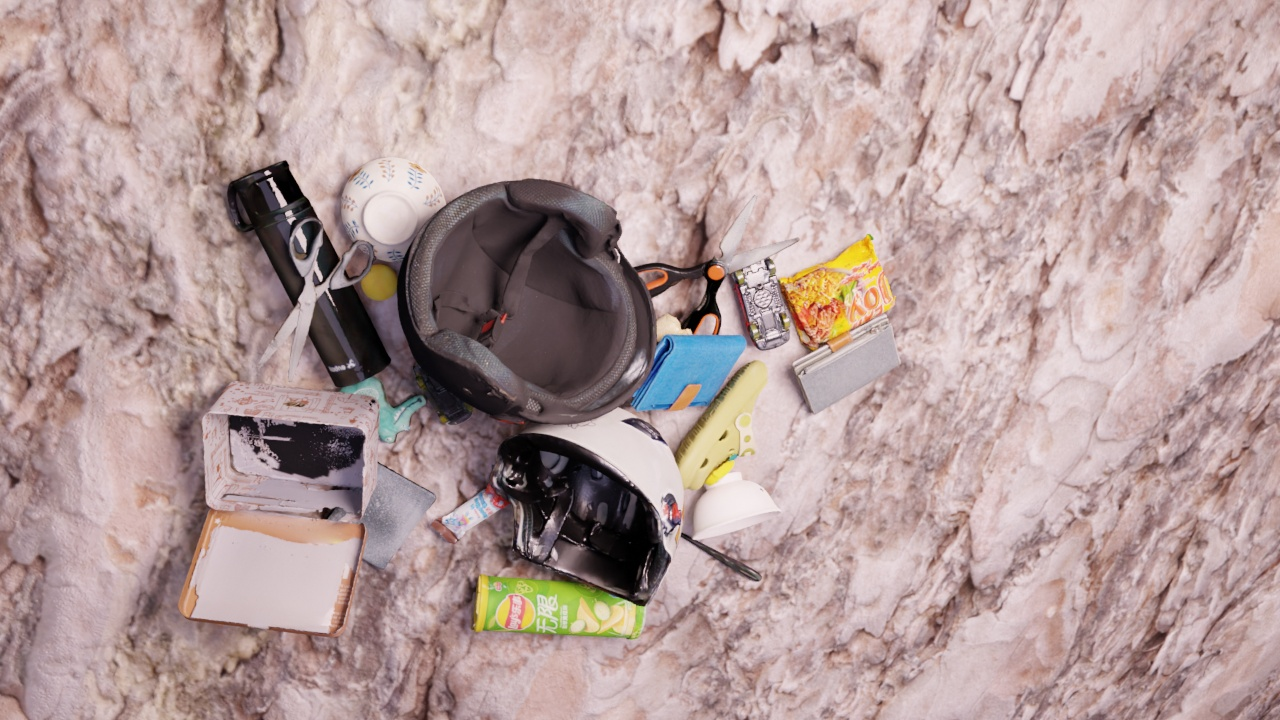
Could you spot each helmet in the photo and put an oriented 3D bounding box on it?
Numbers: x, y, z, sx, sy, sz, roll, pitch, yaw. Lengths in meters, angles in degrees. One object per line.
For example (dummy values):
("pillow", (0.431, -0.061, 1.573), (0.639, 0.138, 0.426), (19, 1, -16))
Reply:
("helmet", (-0.042, 0.145, 1.067), (0.230, 0.156, 0.274), (13, 132, 24))
("helmet", (-0.123, -0.053, 0.964), (0.274, 0.231, 0.233), (34, 75, -23))

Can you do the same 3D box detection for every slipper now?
("slipper", (0.110, 0.090, 1.124), (0.081, 0.091, 0.190), (35, 95, 1))

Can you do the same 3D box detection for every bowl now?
("bowl", (-0.267, -0.157, 0.987), (0.113, 0.062, 0.113), (-3, 110, -8))
("bowl", (0.113, 0.180, 1.167), (0.118, 0.118, 0.064), (-16, 73, -5))

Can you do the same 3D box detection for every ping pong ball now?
("ping pong ball", (-0.289, -0.086, 1.018), (0.040, 0.040, 0.040), (-3, 109, -10))

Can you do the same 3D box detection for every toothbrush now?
("toothbrush", (0.094, 0.255, 1.224), (0.181, 0.018, 0.016), (32, 97, -21))

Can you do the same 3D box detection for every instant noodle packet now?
("instant noodle packet", (0.244, -0.080, 1.121), (0.128, 0.044, 0.111), (-27, 116, -1))

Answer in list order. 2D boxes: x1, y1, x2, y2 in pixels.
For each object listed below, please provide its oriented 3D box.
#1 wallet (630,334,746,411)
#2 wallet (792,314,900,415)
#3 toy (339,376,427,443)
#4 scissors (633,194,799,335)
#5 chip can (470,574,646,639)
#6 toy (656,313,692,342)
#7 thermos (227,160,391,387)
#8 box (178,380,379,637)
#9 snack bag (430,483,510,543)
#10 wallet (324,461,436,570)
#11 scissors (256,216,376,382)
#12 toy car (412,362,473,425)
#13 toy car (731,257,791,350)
("wallet", (0.056, 0.014, 1.077), (0.132, 0.040, 0.107), (-1, 131, -45))
("wallet", (0.256, 0.002, 1.144), (0.130, 0.037, 0.106), (-30, 139, 1))
("toy", (-0.302, 0.055, 1.072), (0.096, 0.030, 0.092), (-32, 116, 2))
("scissors", (0.074, -0.090, 1.064), (0.221, 0.021, 0.225), (-4, 126, 8))
("chip can", (-0.103, 0.317, 1.178), (0.221, 0.072, 0.073), (7, 107, -13))
("toy", (-0.006, 0.006, 1.090), (0.157, 0.066, 0.105), (-38, 124, 12))
("thermos", (-0.363, -0.090, 0.997), (0.090, 0.068, 0.242), (-11, 112, 28))
("box", (-0.396, 0.162, 1.025), (0.179, 0.130, 0.272), (7, 88, -5))
("snack bag", (-0.206, 0.187, 1.137), (0.105, 0.026, 0.045), (-34, 122, 4))
("wallet", (-0.322, 0.188, 1.121), (0.097, 0.019, 0.121), (35, 98, -22))
("scissors", (-0.347, -0.068, 0.956), (0.162, 0.014, 0.166), (-24, 112, -14))
("toy car", (-0.229, 0.034, 1.074), (0.042, 0.035, 0.090), (-26, 112, 0))
("toy car", (0.143, -0.073, 1.103), (0.053, 0.045, 0.120), (-17, 105, -7))
